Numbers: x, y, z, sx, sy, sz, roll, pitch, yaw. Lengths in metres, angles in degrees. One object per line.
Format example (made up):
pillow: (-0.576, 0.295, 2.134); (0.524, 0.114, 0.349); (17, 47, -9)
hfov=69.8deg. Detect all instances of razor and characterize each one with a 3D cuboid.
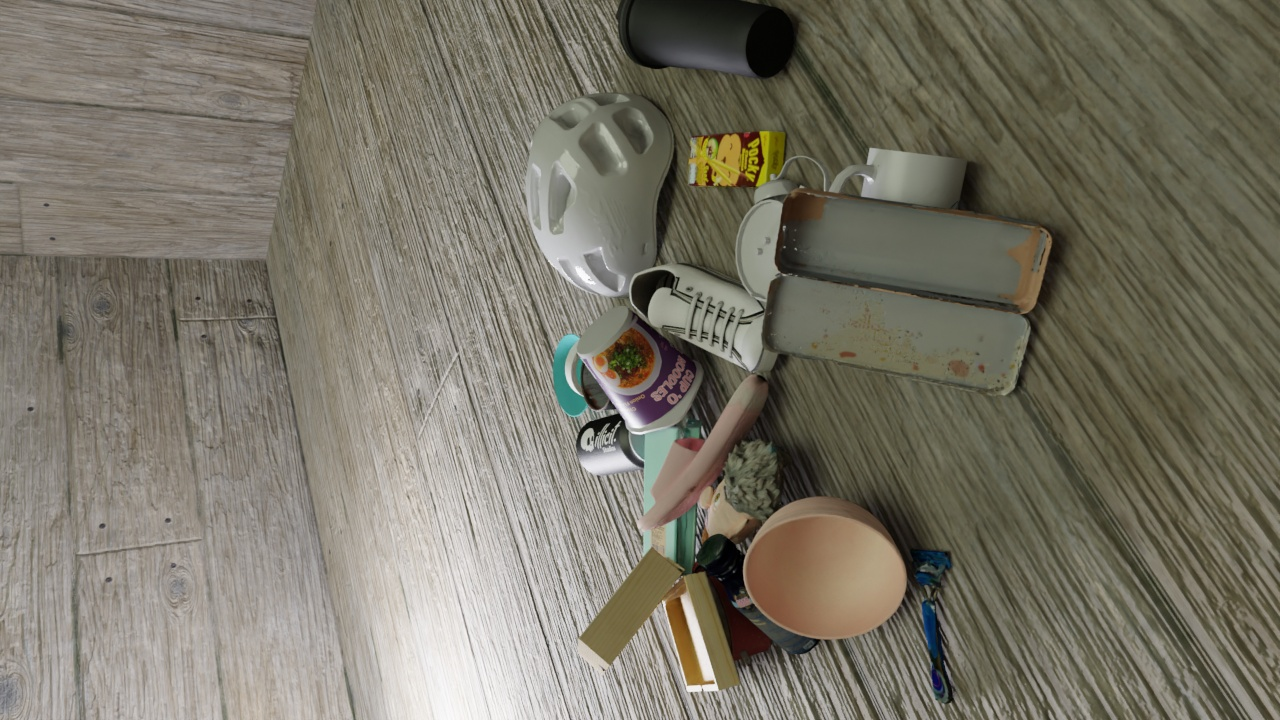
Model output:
razor: (0.270, 0.245, 0.843); (0.044, 0.018, 0.141); (-12, 82, 57)

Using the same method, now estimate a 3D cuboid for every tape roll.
tape roll: (-0.059, 0.008, 1.272); (0.019, 0.093, 0.094); (26, 114, 55)

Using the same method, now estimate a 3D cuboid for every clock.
clock: (0.154, -0.134, 0.958); (0.120, 0.061, 0.159); (37, 124, 50)
clock: (0.105, 0.279, 1.063); (0.157, 0.061, 0.110); (-158, 55, -72)

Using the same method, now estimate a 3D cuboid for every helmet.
helmet: (-0.061, -0.219, 1.259); (0.224, 0.183, 0.283); (-123, 23, -44)

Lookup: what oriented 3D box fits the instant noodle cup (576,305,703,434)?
instant noodle cup: (-0.007, 0.007, 1.112); (0.122, 0.122, 0.136); (-41, 24, 4)

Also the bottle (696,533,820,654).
bottle: (0.124, 0.243, 0.955); (0.056, 0.161, 0.056); (-41, 19, 17)

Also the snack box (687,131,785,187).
snack box: (0.107, -0.230, 1.056); (0.149, 0.025, 0.061); (17, 108, 56)

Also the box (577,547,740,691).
box: (0.022, 0.310, 1.068); (0.249, 0.184, 0.141); (103, -174, -70)

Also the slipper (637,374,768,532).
slipper: (0.070, 0.105, 1.036); (0.056, 0.106, 0.222); (39, 100, 18)

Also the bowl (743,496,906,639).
bowl: (0.180, 0.190, 0.897); (0.076, 0.153, 0.153); (-64, -7, -61)

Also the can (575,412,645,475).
can: (-0.022, 0.110, 1.234); (0.146, 0.080, 0.080); (-19, 76, 56)

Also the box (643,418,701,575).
box: (0.031, 0.167, 1.128); (0.077, 0.080, 0.189); (-57, -31, -81)

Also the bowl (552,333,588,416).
bowl: (-0.081, 0.021, 1.351); (0.121, 0.046, 0.121); (6, 98, 57)

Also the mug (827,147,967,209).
mug: (0.218, -0.134, 0.804); (0.083, 0.119, 0.096); (-135, 50, -67)

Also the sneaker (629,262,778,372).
sneaker: (0.064, -0.057, 1.071); (0.245, 0.097, 0.091); (39, 124, 50)

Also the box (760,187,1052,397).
box: (0.216, -0.057, 0.771); (0.216, 0.043, 0.151); (10, 105, 13)

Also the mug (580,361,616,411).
mug: (-0.025, 0.010, 1.230); (0.085, 0.081, 0.111); (9, 100, 57)

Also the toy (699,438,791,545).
toy: (0.104, 0.154, 1.001); (0.176, 0.076, 0.132); (-64, -1, 31)

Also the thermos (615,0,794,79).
thermos: (0.072, -0.373, 1.040); (0.219, 0.105, 0.106); (33, 120, 46)

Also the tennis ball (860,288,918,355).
tennis ball: (0.231, -0.037, 0.839); (0.065, 0.065, 0.065); (6, 98, 57)
